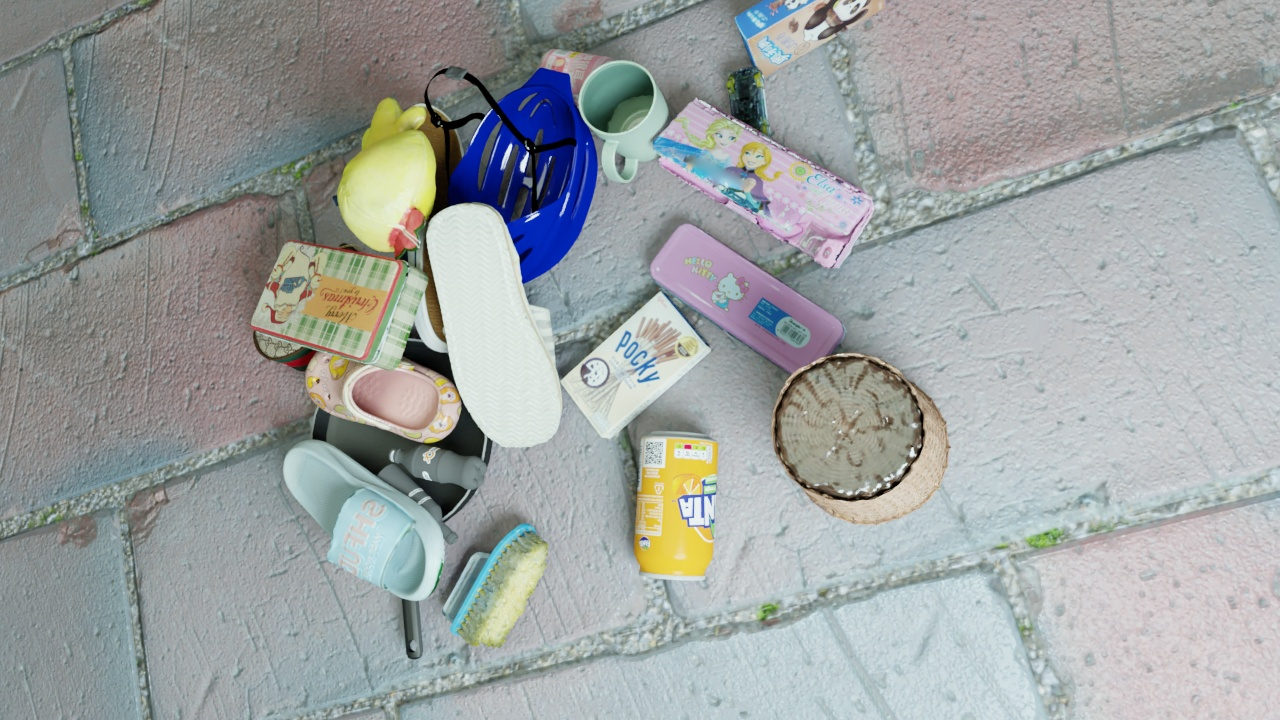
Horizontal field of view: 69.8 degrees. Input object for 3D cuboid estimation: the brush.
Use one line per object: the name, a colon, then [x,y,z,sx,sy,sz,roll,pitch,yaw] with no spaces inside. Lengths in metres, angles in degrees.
brush: [-0.154,0.232,0.980,0.075,0.055,0.136,30,91,41]

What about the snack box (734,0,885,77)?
snack box: [0.178,-0.361,0.953,0.151,0.087,0.034,-27,73,11]

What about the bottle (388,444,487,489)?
bottle: [-0.221,0.112,0.991,0.110,0.036,0.036,10,84,17]

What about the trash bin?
trash bin: [0.198,0.071,0.813,0.151,0.210,0.151,-3,81,16]

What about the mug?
mug: [-0.014,-0.246,0.984,0.084,0.104,0.111,13,85,18]

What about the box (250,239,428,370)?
box: [-0.328,-0.064,0.992,0.206,0.050,0.117,15,83,33]

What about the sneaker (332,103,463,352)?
sneaker: [-0.263,-0.141,1.058,0.128,0.120,0.294,-23,72,36]

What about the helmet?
helmet: [-0.145,-0.199,0.953,0.148,0.227,0.241,22,91,27]

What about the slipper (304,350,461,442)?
slipper: [-0.292,0.028,1.006,0.197,0.081,0.093,16,84,17]

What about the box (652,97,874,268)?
box: [0.119,-0.184,0.939,0.230,0.076,0.085,35,111,19]

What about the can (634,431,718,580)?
can: [0.036,0.144,0.920,0.079,0.079,0.142,1,82,17]

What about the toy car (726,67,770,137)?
toy car: [0.118,-0.268,0.986,0.039,0.027,0.090,-5,96,25]

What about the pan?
pan: [-0.264,0.151,1.035,0.226,0.034,0.356,-11,78,15]

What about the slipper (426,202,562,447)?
slipper: [-0.151,-0.034,0.960,0.114,0.054,0.273,-15,113,0]

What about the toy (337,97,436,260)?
toy: [-0.264,-0.194,0.956,0.134,0.092,0.207,-53,33,33]

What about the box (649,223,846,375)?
box: [0.108,-0.061,0.955,0.214,0.036,0.076,36,89,19]

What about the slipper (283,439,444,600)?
slipper: [-0.306,0.173,0.975,0.245,0.074,0.104,33,118,23]

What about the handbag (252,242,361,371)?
handbag: [-0.390,-0.071,1.099,0.167,0.063,0.138,-33,64,11]

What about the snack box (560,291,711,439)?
snack box: [-0.006,0.006,0.983,0.150,0.026,0.082,-42,71,8]

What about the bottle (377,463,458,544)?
bottle: [-0.238,0.158,0.992,0.113,0.030,0.030,39,93,19]

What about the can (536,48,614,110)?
can: [-0.069,-0.311,1.031,0.076,0.067,0.067,16,86,19]
